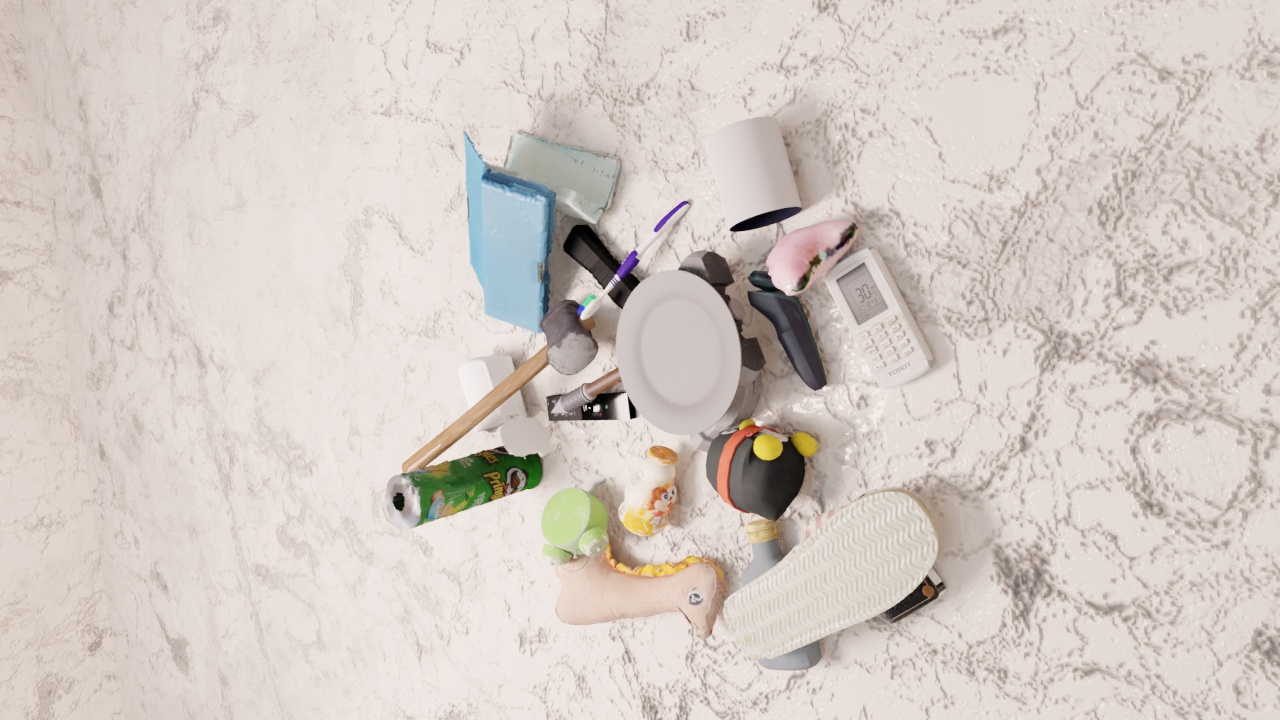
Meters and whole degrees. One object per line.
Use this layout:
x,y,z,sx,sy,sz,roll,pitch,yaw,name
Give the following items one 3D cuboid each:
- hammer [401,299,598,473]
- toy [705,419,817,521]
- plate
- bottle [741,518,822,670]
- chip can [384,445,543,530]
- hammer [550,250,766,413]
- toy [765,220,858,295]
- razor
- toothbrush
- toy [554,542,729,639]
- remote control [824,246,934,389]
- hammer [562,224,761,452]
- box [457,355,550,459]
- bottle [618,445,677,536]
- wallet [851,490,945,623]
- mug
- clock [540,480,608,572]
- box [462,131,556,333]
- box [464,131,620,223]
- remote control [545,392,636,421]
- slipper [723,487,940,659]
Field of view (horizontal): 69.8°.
-0.186,0.048,1.175,0.329,0.052,0.098,-39,31,13,hammer
0.117,0.115,0.994,0.119,0.097,0.100,16,101,47,toy
0.041,-0.008,0.989,0.179,0.012,0.178,8,102,43,plate
0.150,0.258,1.019,0.072,0.046,0.161,-13,88,41,bottle
-0.230,0.161,1.212,0.076,0.222,0.075,7,102,37,chip can
-0.005,0.006,1.070,0.323,0.043,0.156,-29,76,40,hammer
0.164,-0.106,0.932,0.050,0.102,0.093,52,164,-19,toy
0.157,-0.033,0.972,0.052,0.047,0.143,-26,82,15,razor
-0.009,-0.118,1.078,0.187,0.015,0.016,-47,55,12,toothbrush
-0.014,0.261,1.153,0.265,0.065,0.196,-21,74,35,toy
0.237,-0.042,0.911,0.060,0.025,0.138,-34,75,39,remote control
0.016,-0.048,1.093,0.328,0.039,0.131,48,123,25,hammer
-0.187,0.066,1.250,0.119,0.084,0.160,-20,85,48,box
0.014,0.157,1.108,0.063,0.063,0.109,32,117,33,bottle
0.249,0.201,0.943,0.072,0.019,0.123,-47,67,36,wallet
0.112,-0.190,0.969,0.112,0.078,0.097,155,101,-69,mug
-0.085,0.212,1.173,0.095,0.042,0.119,-24,53,24,clock
-0.183,-0.151,1.167,0.173,0.066,0.232,37,144,23,box
-0.116,-0.243,1.164,0.199,0.085,0.096,25,85,34,box
-0.067,0.060,1.195,0.150,0.013,0.034,-4,94,41,remote control
0.193,0.219,0.943,0.264,0.052,0.115,-43,72,29,slipper
